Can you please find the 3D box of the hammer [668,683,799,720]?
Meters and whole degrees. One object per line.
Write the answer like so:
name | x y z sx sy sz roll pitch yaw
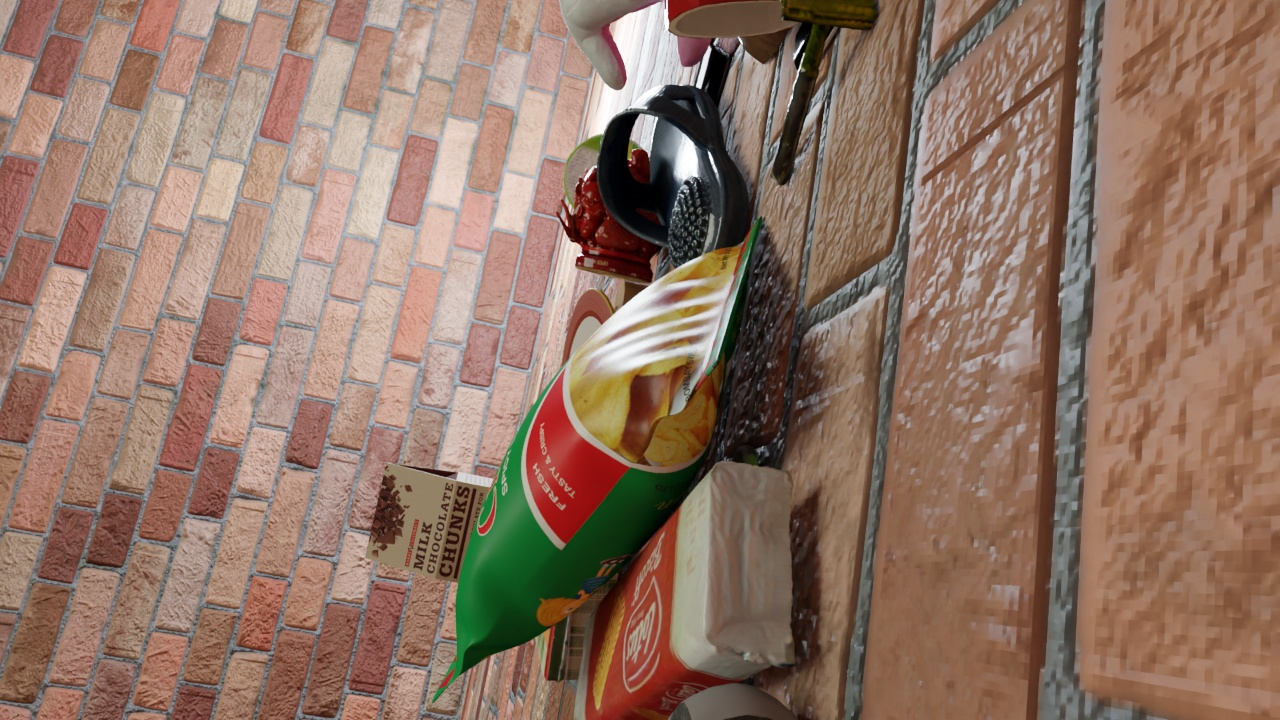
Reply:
hammer | 0.001 0.225 0.430 0.323 0.043 0.155 123 157 -71

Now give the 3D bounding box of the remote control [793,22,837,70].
remote control | 0.101 -0.188 0.445 0.124 0.011 0.028 121 159 -62

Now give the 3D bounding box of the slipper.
slipper | 0.010 -0.129 0.651 0.263 0.082 0.101 -102 24 -57

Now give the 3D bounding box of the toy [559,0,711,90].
toy | 0.026 -0.332 0.740 0.266 0.127 0.187 -9 107 56

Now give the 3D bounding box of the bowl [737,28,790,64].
bowl | 0.082 -0.252 0.584 0.118 0.030 0.118 -169 91 -81

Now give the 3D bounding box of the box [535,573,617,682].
box | -0.064 0.155 0.748 0.205 0.050 0.118 -124 38 -66

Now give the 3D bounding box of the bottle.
bottle | -0.020 -0.130 0.808 0.099 0.099 0.111 -148 71 -80

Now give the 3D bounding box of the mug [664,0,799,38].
mug | 0.049 -0.238 0.517 0.116 0.080 0.096 -144 50 -79

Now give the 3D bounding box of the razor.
razor | 0.079 -0.130 0.452 0.106 0.042 0.026 99 174 -50

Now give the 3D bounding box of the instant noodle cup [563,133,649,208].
instant noodle cup | -0.032 -0.206 1.028 0.107 0.099 0.099 -82 7 -74

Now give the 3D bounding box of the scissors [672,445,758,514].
scissors | 0.030 0.105 0.489 0.171 0.021 0.172 -96 23 -50

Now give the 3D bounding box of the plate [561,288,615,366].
plate | -0.037 0.052 0.809 0.230 0.021 0.230 180 90 -72

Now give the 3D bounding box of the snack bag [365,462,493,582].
snack bag | -0.157 0.167 0.904 0.070 0.206 0.094 -179 101 -81

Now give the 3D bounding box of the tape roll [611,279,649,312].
tape roll | -0.014 -0.028 0.861 0.094 0.027 0.094 -169 91 -81

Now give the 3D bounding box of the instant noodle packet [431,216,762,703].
instant noodle packet | -0.019 0.047 0.499 0.253 0.090 0.195 -52 6 28

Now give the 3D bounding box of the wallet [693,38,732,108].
wallet | 0.051 -0.224 0.778 0.115 0.018 0.092 -95 19 -66

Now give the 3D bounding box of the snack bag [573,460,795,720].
snack bag | 0.011 0.126 0.427 0.226 0.041 0.077 116 163 -56
